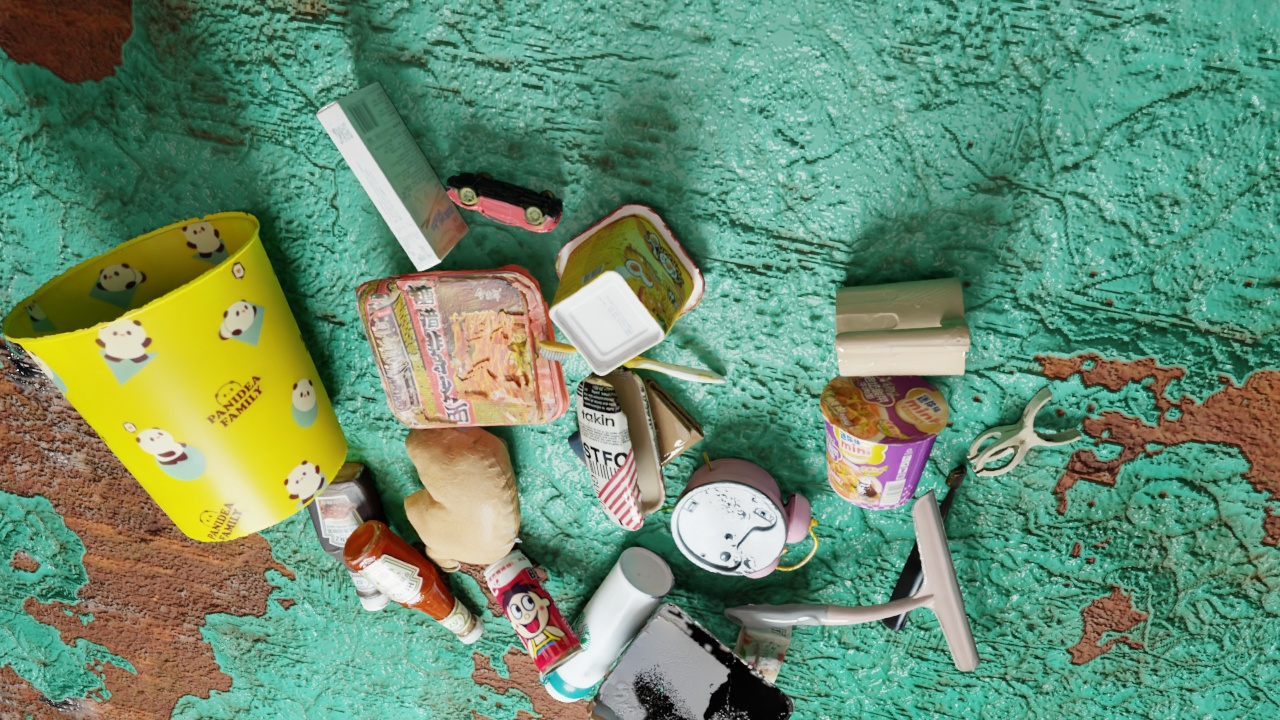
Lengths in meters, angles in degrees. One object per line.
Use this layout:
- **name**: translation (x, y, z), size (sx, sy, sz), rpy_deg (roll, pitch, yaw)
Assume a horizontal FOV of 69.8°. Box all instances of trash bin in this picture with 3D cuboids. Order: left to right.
- **trash bin**: translation (-0.424, 0.020, 0.892), size (0.230, 0.229, 0.255), rpy_deg (-8, 122, 16)

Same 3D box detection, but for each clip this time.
- **clip**: translation (0.349, 0.071, 0.853), size (0.097, 0.034, 0.061), rpy_deg (-35, 106, 21)

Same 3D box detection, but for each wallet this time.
- **wallet**: translation (-0.005, 0.080, 0.935), size (0.115, 0.033, 0.090), rpy_deg (-38, 104, 24)

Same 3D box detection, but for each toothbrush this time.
- **toothbrush**: translation (-0.005, 0.005, 0.863), size (0.191, 0.016, 0.018), rpy_deg (11, 115, -21)
- **toothbrush**: translation (0.290, 0.193, 0.936), size (0.027, 0.026, 0.213), rpy_deg (-6, 125, -28)

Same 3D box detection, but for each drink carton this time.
- **drink carton**: translation (0.131, 0.339, 1.040), size (0.053, 0.045, 0.123), rpy_deg (14, 121, 4)

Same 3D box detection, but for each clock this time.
- **clock**: translation (0.109, 0.167, 0.942), size (0.158, 0.059, 0.117), rpy_deg (31, 119, -4)

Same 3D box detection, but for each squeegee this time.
- **squeegee**: translation (0.204, 0.257, 0.949), size (0.250, 0.040, 0.248), rpy_deg (-13, 119, 21)

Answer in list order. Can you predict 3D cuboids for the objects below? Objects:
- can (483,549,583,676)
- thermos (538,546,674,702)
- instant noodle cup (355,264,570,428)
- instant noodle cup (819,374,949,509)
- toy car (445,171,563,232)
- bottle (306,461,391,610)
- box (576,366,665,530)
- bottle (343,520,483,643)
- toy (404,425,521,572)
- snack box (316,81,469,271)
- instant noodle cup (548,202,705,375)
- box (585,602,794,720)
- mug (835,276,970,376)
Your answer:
- **can**: translation (-0.121, 0.280, 1.024), size (0.053, 0.053, 0.132), rpy_deg (-46, 70, 29)
- **thermos**: translation (-0.046, 0.309, 1.048), size (0.073, 0.073, 0.225), rpy_deg (29, 121, -5)
- **instant noodle cup**: translation (-0.163, -0.019, 0.886), size (0.189, 0.078, 0.165), rpy_deg (-2, 118, 14)
- **instant noodle cup**: translation (0.219, 0.075, 0.846), size (0.111, 0.111, 0.099), rpy_deg (5, 129, 9)
- **toy car**: translation (-0.124, -0.143, 0.826), size (0.106, 0.049, 0.031), rpy_deg (18, 119, 0)
- **bottle**: translation (-0.331, 0.208, 1.069), size (0.080, 0.044, 0.195), rpy_deg (-4, 119, 6)
- **box**: translation (-0.017, 0.081, 0.902), size (0.075, 0.080, 0.163), rpy_deg (7, 119, 43)
- **bottle**: translation (-0.255, 0.263, 1.058), size (0.060, 0.059, 0.206), rpy_deg (-22, 126, 22)
- **toy**: translation (-0.194, 0.168, 1.000), size (0.143, 0.082, 0.226), rpy_deg (24, 125, 22)
- **snack box**: translation (-0.215, -0.164, 0.813), size (0.027, 0.084, 0.157), rpy_deg (-21, 112, 20)
- **instant noodle cup**: translation (-0.017, -0.058, 0.807), size (0.116, 0.123, 0.116), rpy_deg (-30, 109, 24)
- **box**: translation (0.055, 0.386, 1.020), size (0.183, 0.192, 0.156), rpy_deg (37, 79, 14)
- **mug**: translation (0.220, -0.024, 0.777), size (0.104, 0.124, 0.084), rpy_deg (-3, 100, 16)
